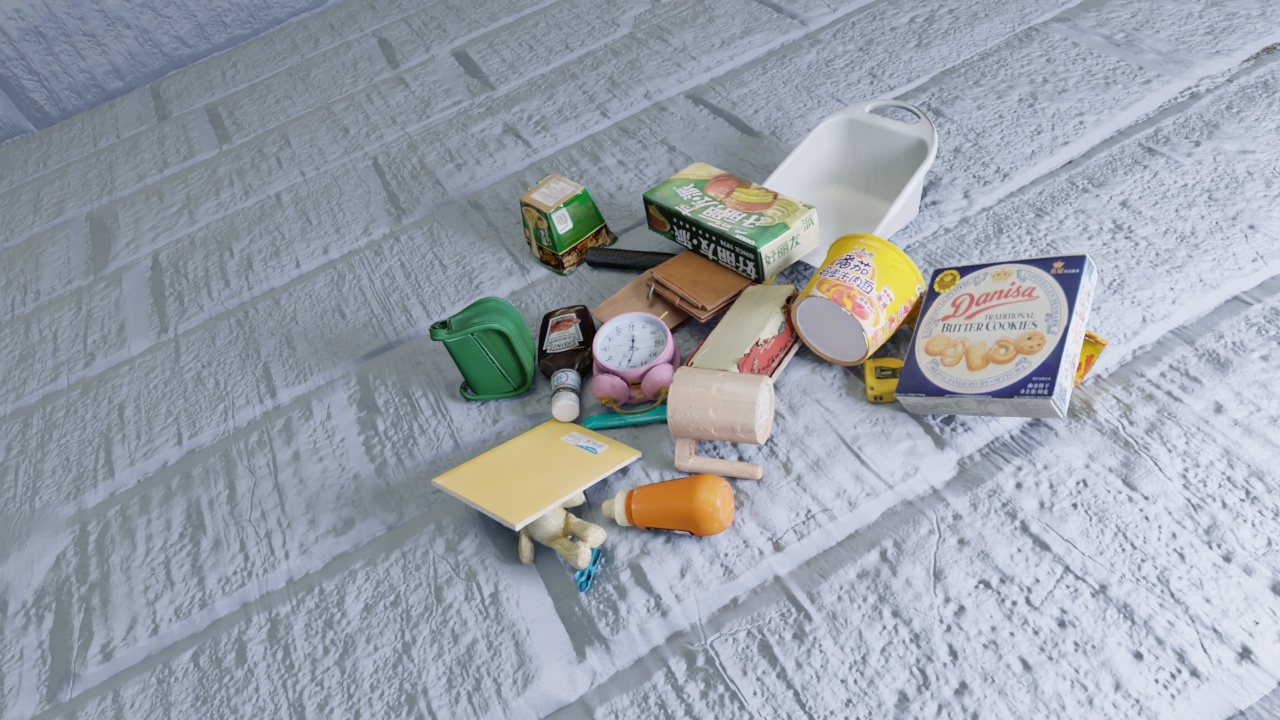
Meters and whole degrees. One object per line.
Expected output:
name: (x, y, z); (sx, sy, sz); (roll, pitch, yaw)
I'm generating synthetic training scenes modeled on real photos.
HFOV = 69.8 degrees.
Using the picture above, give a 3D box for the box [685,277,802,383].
box: (0.135, -0.026, 1.140); (0.091, 0.080, 0.167); (5, 46, 44)

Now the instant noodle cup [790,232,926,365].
instant noodle cup: (0.257, -0.068, 1.109); (0.138, 0.138, 0.109); (22, 56, 36)

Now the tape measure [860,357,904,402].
tape measure: (0.292, 0.020, 1.085); (0.057, 0.029, 0.059); (-6, 44, 13)

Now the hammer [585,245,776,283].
hammer: (0.055, -0.141, 1.340); (0.301, 0.033, 0.128); (8, 47, 27)

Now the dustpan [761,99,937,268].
dustpan: (0.284, -0.260, 1.287); (0.257, 0.143, 0.223); (-29, 41, -30)

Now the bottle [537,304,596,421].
bottle: (-0.099, 0.002, 1.230); (0.080, 0.044, 0.194); (-13, 41, 8)

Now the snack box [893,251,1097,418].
snack box: (0.390, -0.027, 1.012); (0.178, 0.045, 0.182); (-1, 59, 47)

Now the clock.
clock: (-0.007, 0.007, 1.174); (0.117, 0.060, 0.158); (-7, 51, 6)

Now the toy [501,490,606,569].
toy: (-0.100, 0.183, 1.026); (0.157, 0.066, 0.105); (21, 72, 45)

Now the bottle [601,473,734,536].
bottle: (0.026, 0.161, 1.012); (0.150, 0.067, 0.066); (-6, 43, 24)

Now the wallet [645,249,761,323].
wallet: (0.077, -0.105, 1.240); (0.119, 0.035, 0.131); (-33, 43, -18)

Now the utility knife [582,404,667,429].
utility knife: (0.000, 0.069, 1.152); (0.151, 0.013, 0.029); (-8, 40, 15)

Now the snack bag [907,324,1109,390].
snack bag: (0.429, -0.037, 1.081); (0.128, 0.073, 0.208); (-30, 36, -11)

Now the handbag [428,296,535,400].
handbag: (-0.207, -0.013, 1.226); (0.120, 0.131, 0.067); (-14, 38, 10)

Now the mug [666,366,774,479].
mug: (0.092, 0.072, 1.048); (0.104, 0.125, 0.084); (5, 8, 23)

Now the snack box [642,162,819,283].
snack box: (0.121, -0.195, 1.269); (0.114, 0.063, 0.240); (-34, 44, -23)

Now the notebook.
notebook: (-0.119, 0.126, 1.076); (0.146, 0.010, 0.205); (19, 30, 36)

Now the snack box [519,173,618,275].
snack box: (-0.122, -0.219, 1.431); (0.118, 0.106, 0.117); (-39, 46, -21)

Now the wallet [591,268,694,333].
wallet: (0.004, -0.067, 1.272); (0.115, 0.020, 0.101); (-34, 60, -13)

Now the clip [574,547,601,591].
clip: (-0.057, 0.224, 1.002); (0.014, 0.047, 0.056); (-1, 39, 22)
